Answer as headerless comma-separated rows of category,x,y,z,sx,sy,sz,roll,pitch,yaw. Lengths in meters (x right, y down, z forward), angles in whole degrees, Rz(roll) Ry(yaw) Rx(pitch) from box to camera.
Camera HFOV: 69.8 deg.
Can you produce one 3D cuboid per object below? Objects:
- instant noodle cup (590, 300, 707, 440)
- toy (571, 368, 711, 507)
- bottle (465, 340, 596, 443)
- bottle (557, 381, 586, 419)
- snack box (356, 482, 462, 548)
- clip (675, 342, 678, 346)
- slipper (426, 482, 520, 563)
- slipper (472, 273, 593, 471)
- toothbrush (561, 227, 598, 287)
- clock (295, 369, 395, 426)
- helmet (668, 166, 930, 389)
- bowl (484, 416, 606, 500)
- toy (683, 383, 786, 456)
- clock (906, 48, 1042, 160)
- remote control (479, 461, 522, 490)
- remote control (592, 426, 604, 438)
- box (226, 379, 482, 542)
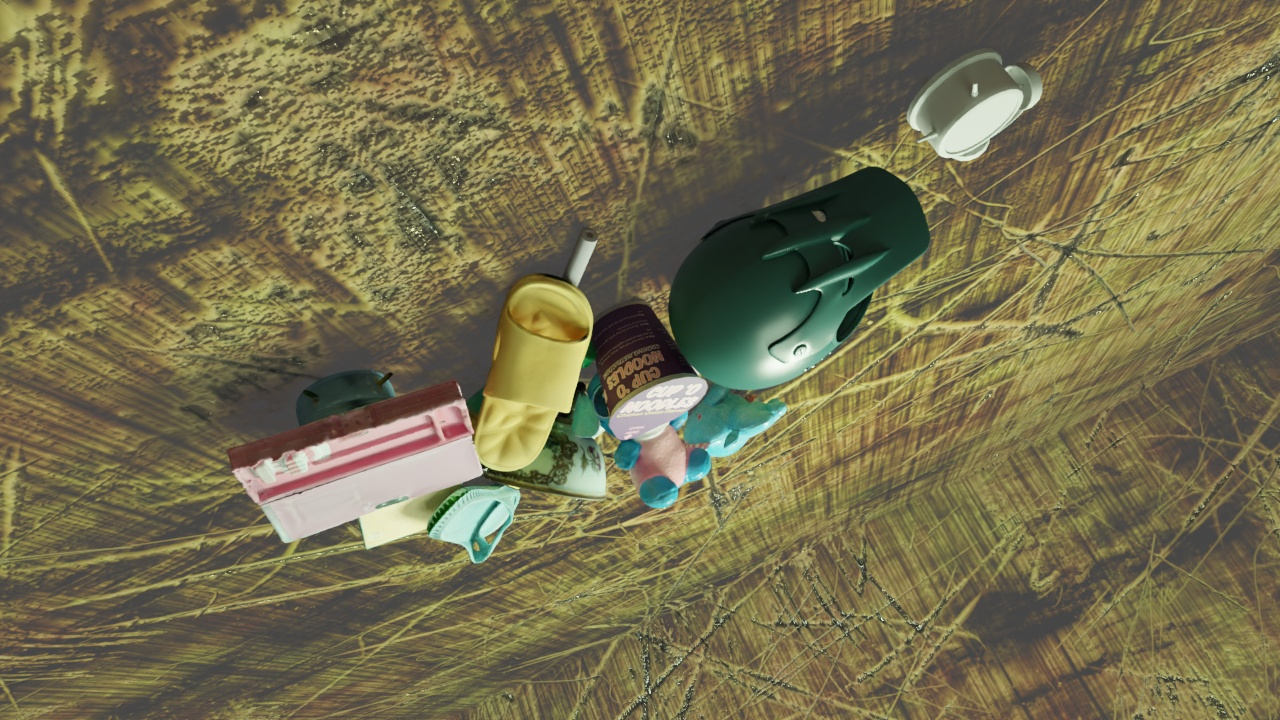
instant noodle cup,-0.006,0.006,1.075,0.121,0.121,0.137,-3,148,-40
toy,0.017,0.082,1.181,0.223,0.191,0.099,-27,177,-42
bottle,-0.140,0.038,1.081,0.210,0.068,0.068,-36,154,24
bottle,-0.091,0.065,1.226,0.033,0.033,0.123,-14,153,-23
snack box,-0.316,0.189,1.251,0.141,0.044,0.194,-17,155,-20
clip,0.073,-0.028,1.205,0.060,0.023,0.045,-37,158,29
slipper,-0.225,0.232,1.327,0.116,0.069,0.276,-52,167,-1
slipper,-0.118,0.031,0.986,0.099,0.078,0.264,10,126,-20
toothbrush,-0.079,-0.073,0.972,0.018,0.019,0.188,4,146,-19
clock,-0.315,0.070,0.994,0.117,0.060,0.162,-11,153,-27
helmet,0.161,-0.084,0.988,0.274,0.176,0.200,-27,159,-5
bowl,-0.114,0.119,1.178,0.160,0.094,0.160,11,176,1
toy,0.138,0.086,1.397,0.182,0.115,0.181,-35,-175,-37
clock,0.345,-0.262,0.947,0.158,0.061,0.120,-8,151,-42
remote control,-0.182,0.158,1.303,0.058,0.013,0.133,-23,155,14
remote control,-0.104,0.119,1.333,0.134,0.022,0.050,-38,153,28
box,-0.290,0.106,0.966,0.232,0.040,0.179,-17,148,-14
